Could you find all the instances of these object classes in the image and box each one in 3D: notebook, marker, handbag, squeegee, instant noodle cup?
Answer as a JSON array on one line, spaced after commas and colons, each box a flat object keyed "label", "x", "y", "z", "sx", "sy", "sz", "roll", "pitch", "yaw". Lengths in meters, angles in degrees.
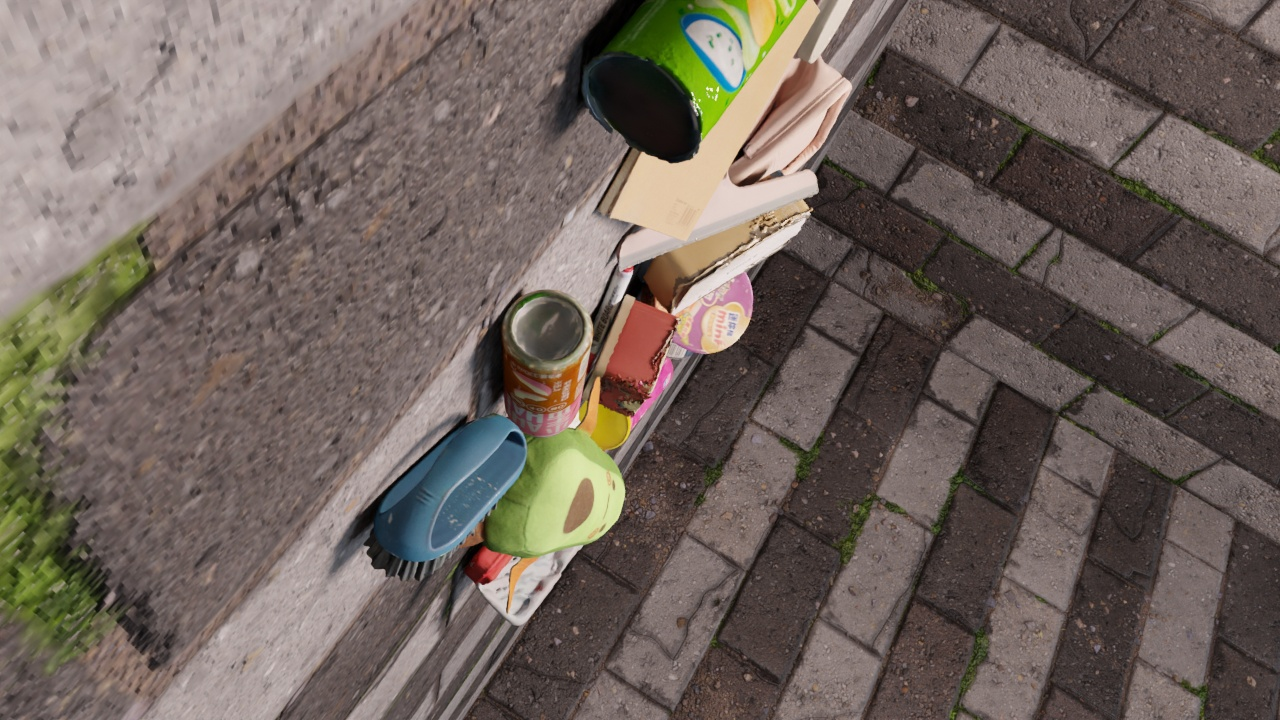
[{"label": "notebook", "x": 0.057, "y": -0.189, "z": 0.681, "sx": 0.212, "sy": 0.012, "sz": 0.149, "roll": -60, "pitch": 158, "yaw": 13}, {"label": "marker", "x": -0.036, "y": -0.038, "z": 0.872, "sx": 0.017, "sy": 0.017, "sz": 0.146, "roll": -52, "pitch": 172, "yaw": -46}, {"label": "handbag", "x": 0.101, "y": -0.201, "z": 0.943, "sx": 0.234, "sy": 0.093, "sz": 0.193, "roll": -50, "pitch": 174, "yaw": -1}, {"label": "squeegee", "x": 0.085, "y": -0.218, "z": 0.766, "sx": 0.247, "sy": 0.040, "sz": 0.250, "roll": -24, "pitch": 144, "yaw": -30}, {"label": "instant noodle cup", "x": 0.054, "y": -0.066, "z": 1.006, "sx": 0.111, "sy": 0.111, "sz": 0.099, "roll": -58, "pitch": -163, "yaw": -5}]

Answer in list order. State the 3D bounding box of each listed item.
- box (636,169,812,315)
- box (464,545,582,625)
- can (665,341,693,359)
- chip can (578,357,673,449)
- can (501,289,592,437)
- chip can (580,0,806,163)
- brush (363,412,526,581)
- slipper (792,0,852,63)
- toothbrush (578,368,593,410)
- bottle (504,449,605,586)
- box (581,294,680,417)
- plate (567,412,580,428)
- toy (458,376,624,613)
[{"label": "box", "x": 0.079, "y": -0.113, "z": 0.908, "sx": 0.184, "sy": 0.060, "sz": 0.090, "roll": -30, "pitch": 170, "yaw": -23}, {"label": "box", "x": -0.104, "y": 0.194, "z": 1.049, "sx": 0.200, "sy": 0.098, "sz": 0.119, "roll": -51, "pitch": -178, "yaw": -30}, {"label": "can", "x": 0.050, "y": -0.064, "z": 1.133, "sx": 0.075, "sy": 0.075, "sz": 0.111, "roll": -52, "pitch": 167, "yaw": -48}, {"label": "chip can", "x": -0.016, "y": 0.042, "z": 1.188, "sx": 0.072, "sy": 0.071, "sz": 0.210, "roll": -61, "pitch": 174, "yaw": 24}, {"label": "can", "x": -0.066, "y": 0.007, "z": 0.635, "sx": 0.057, "sy": 0.058, "sz": 0.147, "roll": -56, "pitch": 174, "yaw": -23}, {"label": "chip can", "x": 0.060, "y": -0.211, "z": 0.500, "sx": 0.235, "sy": 0.072, "sz": 0.072, "roll": -55, "pitch": 174, "yaw": -22}, {"label": "brush", "x": -0.117, "y": 0.076, "z": 0.587, "sx": 0.074, "sy": 0.055, "sz": 0.143, "roll": -60, "pitch": 174, "yaw": 32}, {"label": "slipper", "x": 0.177, "y": -0.371, "z": 0.738, "sx": 0.113, "sy": 0.054, "sz": 0.275, "roll": -53, "pitch": 169, "yaw": -44}, {"label": "toothbrush", "x": -0.070, "y": 0.049, "z": 1.046, "sx": 0.181, "sy": 0.015, "sz": 0.018, "roll": -58, "pitch": 180, "yaw": 6}, {"label": "bottle", "x": -0.118, "y": 0.184, "z": 1.141, "sx": 0.205, "sy": 0.060, "sz": 0.060, "roll": -56, "pitch": 174, "yaw": -16}, {"label": "box", "x": -0.005, "y": 0.005, "z": 0.921, "sx": 0.168, "sy": 0.076, "sz": 0.091, "roll": 122, "pitch": -10, "yaw": -76}, {"label": "plate", "x": -0.104, "y": 0.101, "z": 0.940, "sx": 0.163, "sy": 0.034, "sz": 0.164, "roll": -50, "pitch": 170, "yaw": -49}, {"label": "toy", "x": -0.084, "y": 0.118, "z": 0.813, "sx": 0.227, "sy": 0.090, "sz": 0.246, "roll": -64, "pitch": 154, "yaw": 4}]
